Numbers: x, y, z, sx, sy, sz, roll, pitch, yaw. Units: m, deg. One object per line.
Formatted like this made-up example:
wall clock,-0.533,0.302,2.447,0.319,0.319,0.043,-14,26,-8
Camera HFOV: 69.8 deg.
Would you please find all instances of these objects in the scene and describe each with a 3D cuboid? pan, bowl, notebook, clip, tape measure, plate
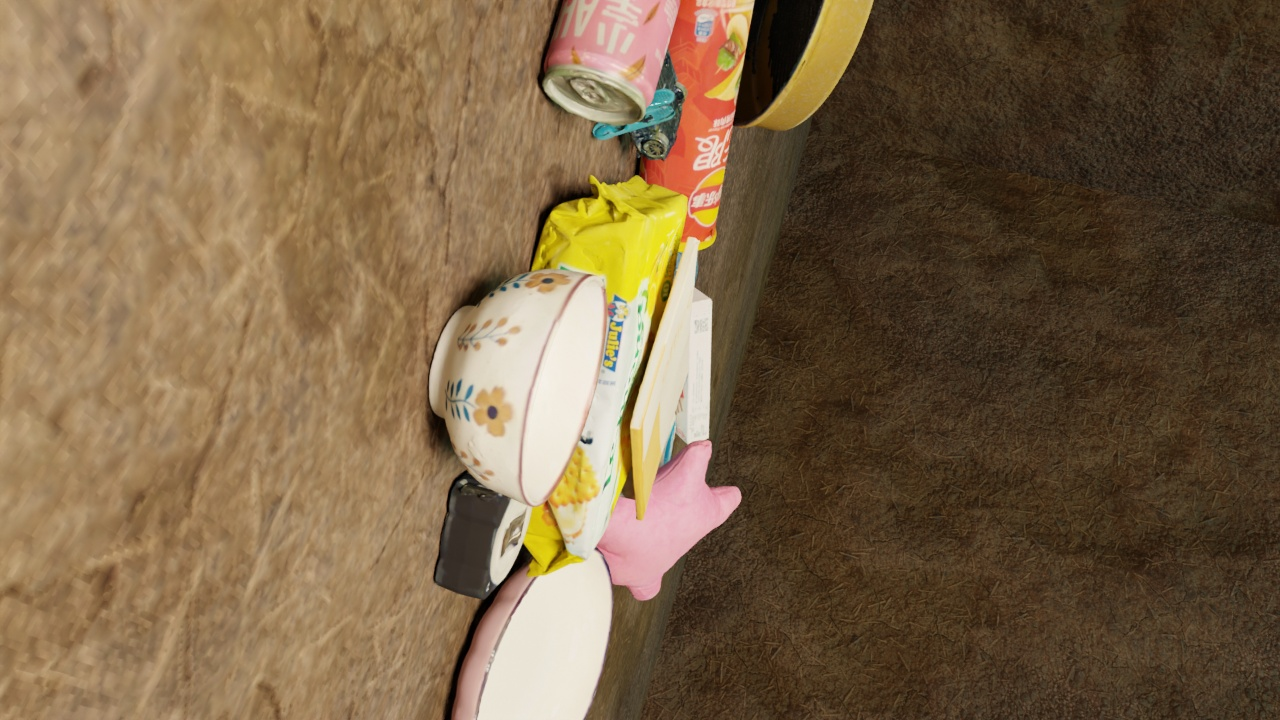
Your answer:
pan,0.107,-0.354,0.696,0.198,0.078,0.357,175,-76,-70
bowl,-0.062,0.008,0.439,0.113,0.062,0.113,14,89,-80
notebook,0.017,0.023,0.678,0.207,0.010,0.145,89,17,-64
clip,-0.005,-0.155,0.575,0.046,0.057,0.014,89,-19,-59
tape measure,-0.085,0.092,0.517,0.066,0.033,0.066,-44,149,-72
plate,-0.079,0.219,0.649,0.192,0.039,0.192,12,90,-67

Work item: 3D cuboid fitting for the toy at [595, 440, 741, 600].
toy,0.005,0.146,0.845,0.178,0.074,0.195,25,111,-43

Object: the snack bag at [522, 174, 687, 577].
snack bag,-0.030,-0.001,0.595,0.157,0.068,0.247,-52,154,-71

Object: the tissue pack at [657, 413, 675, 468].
tissue pack,-0.001,0.082,0.904,0.089,0.063,0.140,-66,167,-46

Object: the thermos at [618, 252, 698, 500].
thermos,-0.005,0.004,0.769,0.070,0.070,0.220,45,60,-79

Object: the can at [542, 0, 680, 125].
can,-0.004,-0.200,0.471,0.058,0.058,0.147,52,54,-78

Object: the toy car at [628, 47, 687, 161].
toy car,0.002,-0.184,0.607,0.121,0.037,0.054,66,39,-59

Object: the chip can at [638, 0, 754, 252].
chip can,0.040,-0.194,0.700,0.073,0.073,0.217,-60,162,-58

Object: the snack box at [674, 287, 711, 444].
snack box,0.039,-0.003,0.916,0.084,0.026,0.157,43,-40,52
